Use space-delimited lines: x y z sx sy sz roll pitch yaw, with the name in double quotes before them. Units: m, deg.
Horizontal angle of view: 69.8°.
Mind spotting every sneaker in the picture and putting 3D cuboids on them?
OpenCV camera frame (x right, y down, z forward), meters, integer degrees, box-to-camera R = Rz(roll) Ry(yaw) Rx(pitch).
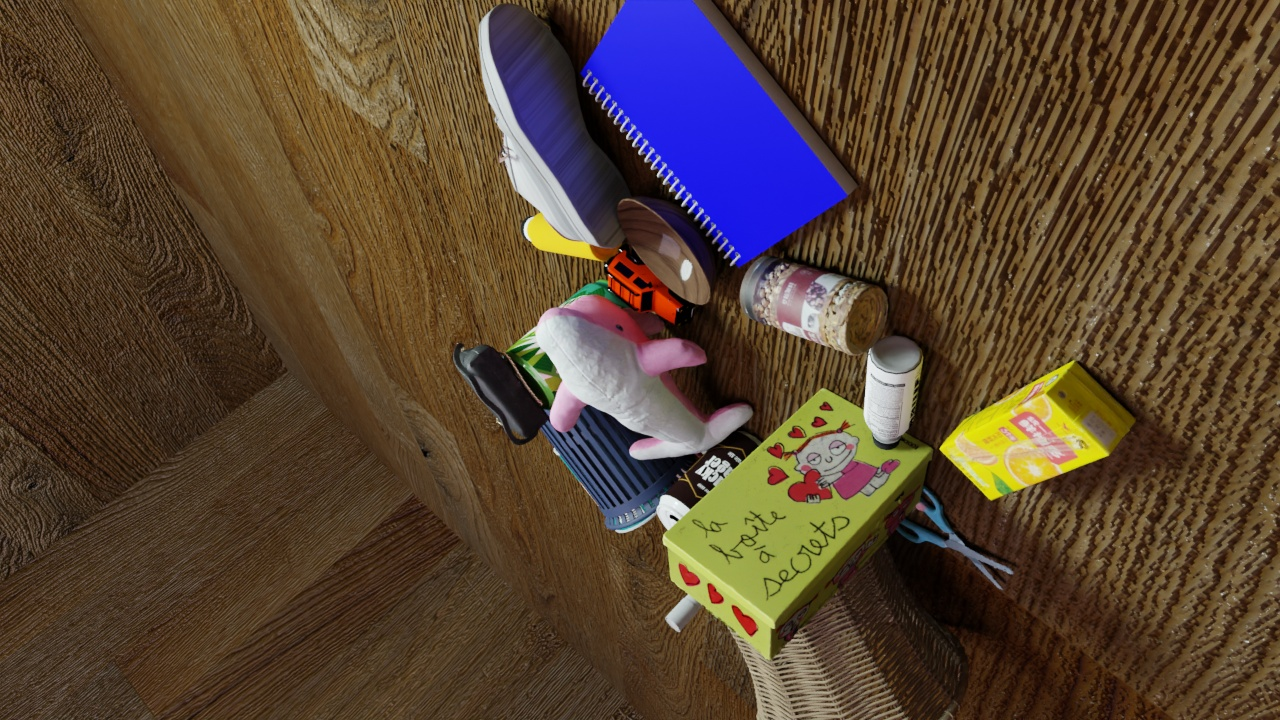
"sneaker" -0.095 -0.200 0.829 0.090 0.099 0.236 4 134 40

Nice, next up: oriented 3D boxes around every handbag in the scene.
"handbag" -0.155 0.032 0.981 0.128 0.054 0.079 54 160 -20

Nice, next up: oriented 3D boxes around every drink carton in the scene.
"drink carton" 0.275 0.053 0.650 0.058 0.042 0.135 46 156 6

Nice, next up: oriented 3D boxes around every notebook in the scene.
"notebook" 0.050 -0.180 0.708 0.209 0.022 0.172 50 155 -5

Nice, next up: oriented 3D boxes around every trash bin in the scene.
"trash bin" -0.057 0.069 1.133 0.249 0.139 0.139 54 156 -10

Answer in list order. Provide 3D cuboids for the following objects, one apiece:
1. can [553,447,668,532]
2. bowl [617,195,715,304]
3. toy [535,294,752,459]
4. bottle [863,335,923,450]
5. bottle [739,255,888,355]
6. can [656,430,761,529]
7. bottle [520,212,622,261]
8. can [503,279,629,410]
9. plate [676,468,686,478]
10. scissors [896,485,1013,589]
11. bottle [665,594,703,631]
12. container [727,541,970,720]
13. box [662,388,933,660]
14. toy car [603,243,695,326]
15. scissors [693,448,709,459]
"can" -0.037 0.150 1.267 0.144 0.099 0.099 54 156 -13
"bowl" 0.032 -0.106 0.825 0.119 0.032 0.119 45 166 14
"toy" -0.006 0.006 0.954 0.187 0.127 0.265 -25 132 29
"bottle" 0.203 0.032 0.744 0.041 0.041 0.116 33 152 32
"bottle" 0.135 -0.045 0.722 0.105 0.056 0.056 24 147 43
"can" 0.083 0.139 1.005 0.072 0.128 0.072 38 155 22
"bottle" -0.078 -0.134 0.970 0.144 0.043 0.043 17 142 50
"can" -0.074 -0.019 1.013 0.083 0.143 0.083 38 155 21
"plate" 0.107 0.216 1.192 0.189 0.027 0.189 40 160 17
"scissors" 0.279 0.167 0.856 0.139 0.015 0.118 51 157 8
"bottle" 0.101 0.223 1.021 0.052 0.194 0.053 39 155 22
"container" 0.184 0.257 0.921 0.227 0.226 0.196 -1 120 60
"box" 0.136 0.134 0.786 0.124 0.220 0.079 35 146 34
"toy car" 0.010 -0.071 0.907 0.100 0.048 0.051 39 155 19
"scissors" 0.128 0.164 1.110 0.140 0.015 0.189 2 130 57
